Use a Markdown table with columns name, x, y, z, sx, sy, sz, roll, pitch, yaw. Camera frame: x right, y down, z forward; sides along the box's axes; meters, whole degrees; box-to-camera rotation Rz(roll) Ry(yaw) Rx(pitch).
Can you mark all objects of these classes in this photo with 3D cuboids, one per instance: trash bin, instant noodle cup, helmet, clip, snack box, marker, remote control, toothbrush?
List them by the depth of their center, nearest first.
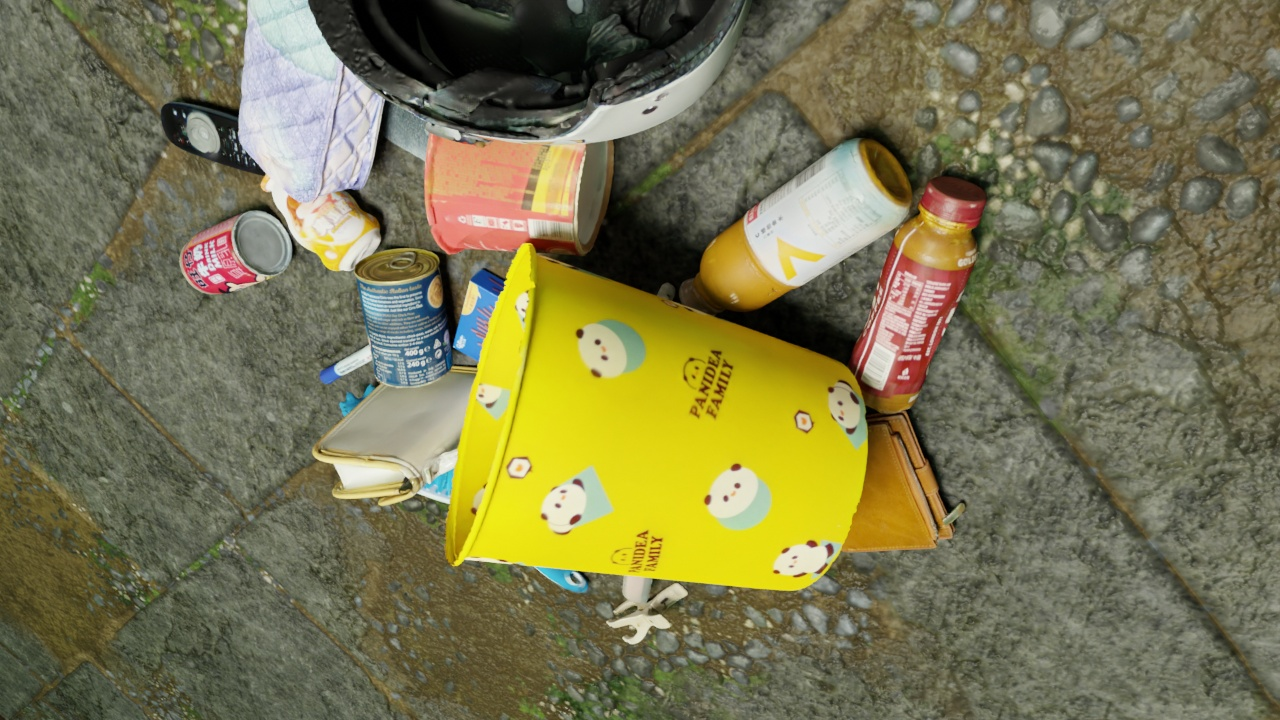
| name | x | y | z | sx | sy | sz | roll | pitch | yaw |
| --- | --- | --- | --- | --- | --- | --- | --- | --- | --- |
| helmet | -0.052 | -0.238 | 0.577 | 0.274 | 0.156 | 0.230 | 8 | 91 | 19 |
| trash bin | 0.008 | 0.056 | 0.676 | 0.255 | 0.229 | 0.230 | 13 | 131 | -15 |
| instant noodle cup | -0.085 | -0.138 | 0.689 | 0.108 | 0.137 | 0.138 | 11 | 126 | 8 |
| toothbrush | -0.005 | 0.005 | 0.813 | 0.016 | 0.016 | 0.181 | 30 | 129 | 8 |
| snack box | -0.093 | -0.011 | 0.839 | 0.157 | 0.026 | 0.085 | 29 | 130 | 6 |
| remote control | -0.386 | -0.208 | 0.854 | 0.136 | 0.024 | 0.053 | 19 | 129 | 15 |
| marker | -0.283 | -0.005 | 0.942 | 0.146 | 0.016 | 0.017 | -23 | 109 | 35 |
| clip | 0.006 | 0.267 | 0.968 | 0.034 | 0.071 | 0.100 | 46 | 135 | -6 |

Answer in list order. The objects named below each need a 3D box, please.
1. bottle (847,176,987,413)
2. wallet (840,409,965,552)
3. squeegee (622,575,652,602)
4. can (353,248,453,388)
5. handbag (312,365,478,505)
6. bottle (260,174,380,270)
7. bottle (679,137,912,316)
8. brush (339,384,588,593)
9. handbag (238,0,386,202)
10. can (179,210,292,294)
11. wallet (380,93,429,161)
| name | x | y | z | sx | sy | sz | roll | pitch | yaw |
| --- | --- | --- | --- | --- | --- | --- | --- | --- | --- |
| bottle | 0.196 | -0.044 | 0.656 | 0.057 | 0.057 | 0.175 | 21 | 128 | 13 |
| wallet | 0.198 | 0.104 | 0.768 | 0.119 | 0.035 | 0.131 | -13 | 116 | 32 |
| squeegee | -0.092 | 0.115 | 0.895 | 0.250 | 0.040 | 0.248 | 26 | 133 | 20 |
| can | -0.216 | -0.038 | 0.846 | 0.075 | 0.075 | 0.111 | 10 | 122 | 20 |
| handbag | -0.186 | 0.068 | 0.848 | 0.179 | 0.162 | 0.063 | 1 | 123 | 26 |
| bottle | -0.291 | -0.132 | 0.832 | 0.108 | 0.063 | 0.063 | 42 | 129 | -3 |
| bottle | 0.104 | -0.086 | 0.667 | 0.068 | 0.067 | 0.190 | 49 | 131 | -10 |
| brush | -0.180 | 0.141 | 0.970 | 0.314 | 0.060 | 0.110 | 29 | 134 | 3 |
| handbag | -0.264 | -0.234 | 0.738 | 0.134 | 0.075 | 0.194 | 42 | 131 | 17 |
| can | -0.398 | -0.104 | 0.901 | 0.094 | 0.066 | 0.066 | -12 | 115 | 31 |
| wallet | -0.176 | -0.206 | 0.732 | 0.121 | 0.019 | 0.097 | 33 | 133 | 34 |
